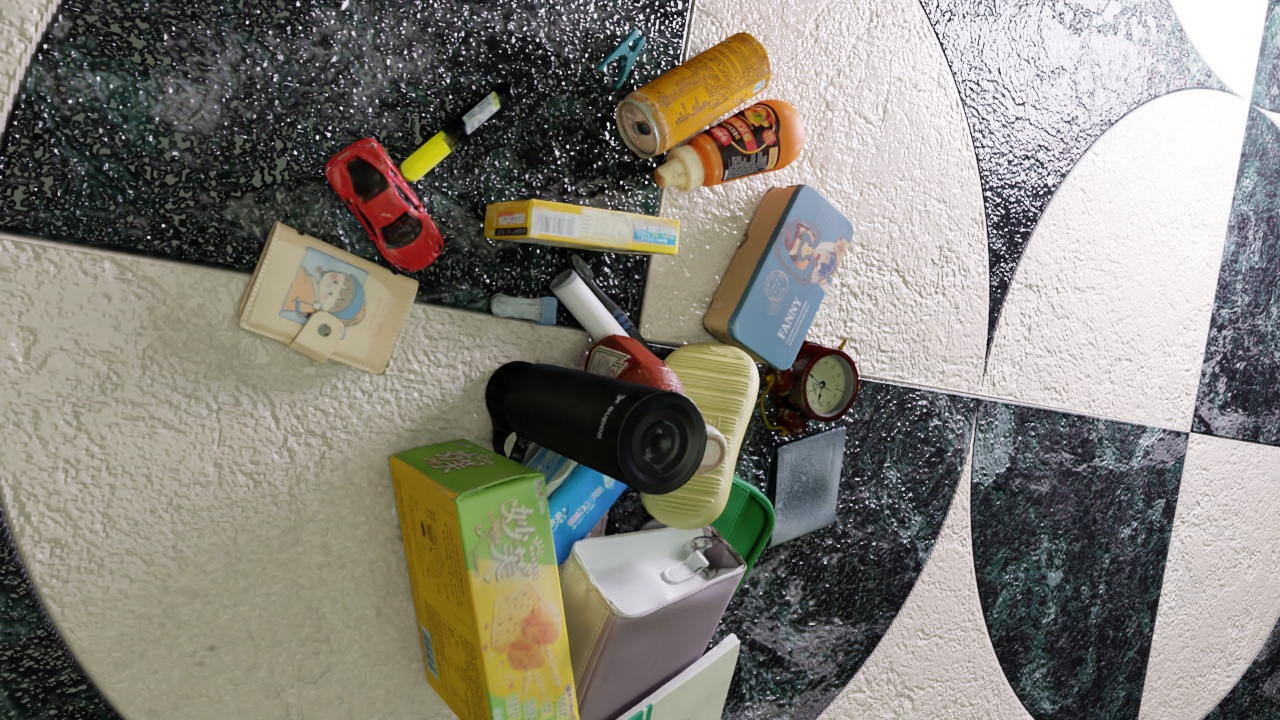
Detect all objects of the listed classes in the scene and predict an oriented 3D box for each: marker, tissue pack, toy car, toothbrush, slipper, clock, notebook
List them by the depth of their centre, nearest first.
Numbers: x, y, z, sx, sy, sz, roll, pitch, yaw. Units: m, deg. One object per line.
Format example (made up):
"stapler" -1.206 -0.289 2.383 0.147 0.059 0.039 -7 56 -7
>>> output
"toy car" -0.191 -0.115 0.695 0.049 0.031 0.106 -32 116 -1
"marker" -0.146 -0.184 0.733 0.124 0.015 0.018 -47 112 -22
"tissue pack" -0.065 0.105 0.773 0.157 0.095 0.052 -49 117 -15
"slipper" 0.047 0.070 0.816 0.091 0.082 0.190 14 55 4
"toothbrush" -0.010 -0.028 0.836 0.014 0.016 0.189 -46 118 -15
"toothbrush" -0.005 0.005 0.837 0.221 0.027 0.026 50 38 -27
"notebook" 0.020 0.343 0.839 0.150 0.012 0.210 -27 143 -26
"clock" 0.166 0.028 0.929 0.121 0.055 0.082 -27 110 -25

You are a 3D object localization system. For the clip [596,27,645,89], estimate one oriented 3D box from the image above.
"clip" -0.015 -0.267 0.803 0.039 0.014 0.055 38 75 -30

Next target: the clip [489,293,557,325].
"clip" -0.100 -0.045 0.776 0.058 0.045 0.027 8 95 -23

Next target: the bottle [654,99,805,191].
"bottle" 0.079 -0.192 0.847 0.149 0.067 0.067 -25 109 -20

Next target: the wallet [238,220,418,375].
"wallet" -0.235 -0.042 0.691 0.115 0.024 0.087 24 78 -33

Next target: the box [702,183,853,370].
"box" 0.132 -0.077 0.893 0.089 0.060 0.184 30 79 -30

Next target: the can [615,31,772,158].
"can" 0.049 -0.238 0.820 0.145 0.058 0.058 -36 113 -23

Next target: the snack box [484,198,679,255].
"snack box" -0.048 -0.109 0.759 0.140 0.087 0.034 5 94 -32

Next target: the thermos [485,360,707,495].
"thermos" -0.049 0.052 0.686 0.068 0.243 0.090 22 83 -30

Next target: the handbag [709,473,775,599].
"handbag" 0.055 0.160 0.876 0.120 0.068 0.131 41 76 -21

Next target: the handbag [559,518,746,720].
"handbag" -0.010 0.236 0.783 0.144 0.098 0.197 -5 128 -35

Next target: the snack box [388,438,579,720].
"snack box" -0.123 0.177 0.707 0.069 0.158 0.210 -13 103 -31

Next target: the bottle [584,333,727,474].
"bottle" 0.011 0.033 0.721 0.059 0.206 0.060 -7 110 -19

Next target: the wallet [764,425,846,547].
"wallet" 0.170 0.130 0.953 0.097 0.019 0.121 -12 117 -32
